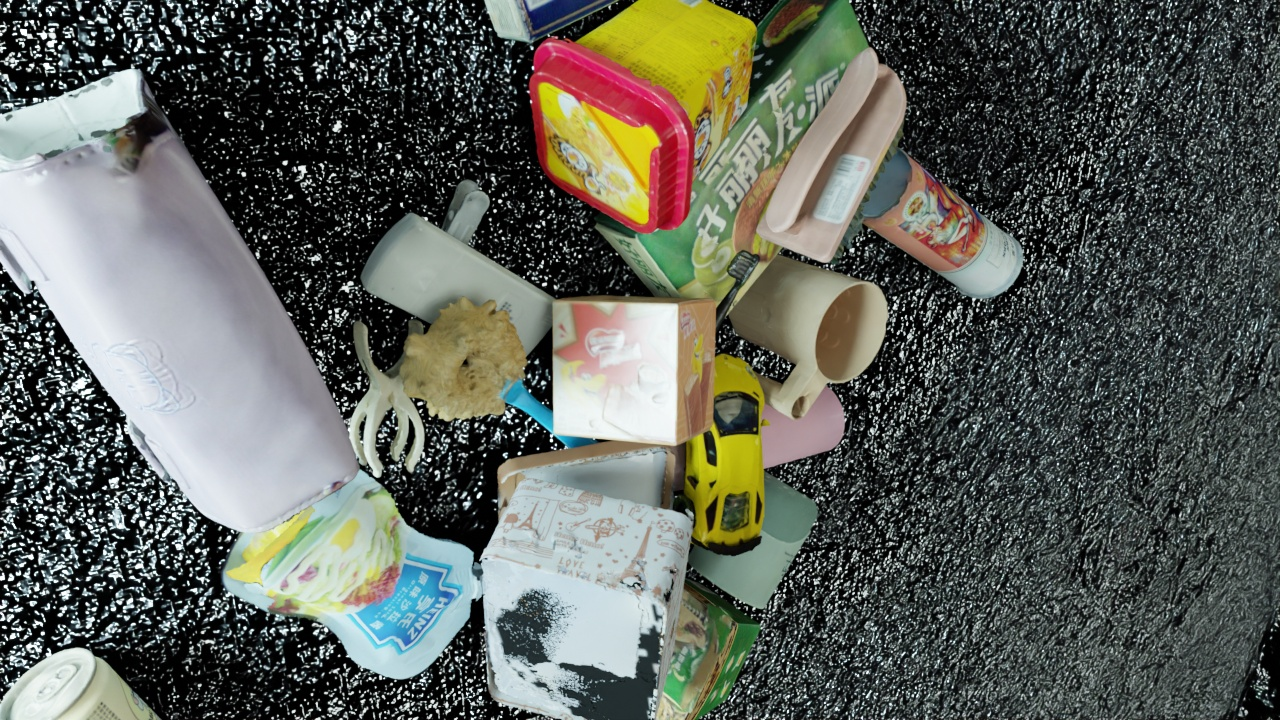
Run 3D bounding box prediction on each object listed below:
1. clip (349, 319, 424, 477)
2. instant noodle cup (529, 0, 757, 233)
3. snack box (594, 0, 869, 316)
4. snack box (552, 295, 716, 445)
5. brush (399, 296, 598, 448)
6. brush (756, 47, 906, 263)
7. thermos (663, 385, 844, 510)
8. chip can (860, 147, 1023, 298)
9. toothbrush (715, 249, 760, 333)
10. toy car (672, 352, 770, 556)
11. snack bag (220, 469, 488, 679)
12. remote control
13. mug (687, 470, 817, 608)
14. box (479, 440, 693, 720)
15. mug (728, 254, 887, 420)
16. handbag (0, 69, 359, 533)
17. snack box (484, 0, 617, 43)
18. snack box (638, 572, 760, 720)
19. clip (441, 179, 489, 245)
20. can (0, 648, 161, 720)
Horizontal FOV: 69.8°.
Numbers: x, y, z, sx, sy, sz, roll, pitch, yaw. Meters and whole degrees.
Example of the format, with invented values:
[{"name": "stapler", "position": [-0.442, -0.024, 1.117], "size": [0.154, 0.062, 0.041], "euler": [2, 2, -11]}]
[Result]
[{"name": "clip", "position": [-0.157, 0.023, 0.602], "size": [0.076, 0.034, 0.103], "euler": [8, 96, -38]}, {"name": "instant noodle cup", "position": [0.007, -0.166, 0.586], "size": [0.123, 0.116, 0.116], "euler": [-50, 161, -25]}, {"name": "snack box", "position": [0.083, -0.150, 0.689], "size": [0.240, 0.063, 0.114], "euler": [-50, 133, -8]}, {"name": "snack box", "position": [-0.004, 0.004, 0.638], "size": [0.077, 0.093, 0.094], "euler": [-14, 106, -66]}, {"name": "brush", "position": [-0.075, 0.036, 0.650], "size": [0.083, 0.046, 0.254], "euler": [-56, 142, -8]}, {"name": "brush", "position": [0.140, -0.144, 0.651], "size": [0.073, 0.063, 0.145], "euler": [26, 93, -53]}, {"name": "thermos", "position": [0.088, 0.074, 0.783], "size": [0.198, 0.087, 0.067], "euler": [-11, 159, -36]}, {"name": "chip can", "position": [0.272, -0.123, 0.847], "size": [0.214, 0.071, 0.071], "euler": [20, 96, -41]}, {"name": "toothbrush", "position": [0.028, 0.011, 0.681], "size": [0.027, 0.026, 0.213], "euler": [21, 112, -23]}, {"name": "toy car", "position": [0.064, 0.071, 0.707], "size": [0.071, 0.041, 0.156], "euler": [1, 90, -31]}, {"name": "snack bag", "position": [-0.184, 0.152, 0.634], "size": [0.110, 0.039, 0.191], "euler": [-52, 134, -14]}, {"name": "remote control", "position": [-0.115, -0.044, 0.603], "size": [0.056, 0.019, 0.135], "euler": [-49, 134, 12]}, {"name": "mug", "position": [0.107, 0.159, 0.843], "size": [0.106, 0.082, 0.111], "euler": [-60, 162, -2]}, {"name": "box", "position": [-0.037, 0.155, 0.683], "size": [0.157, 0.148, 0.182], "euler": [-65, 165, -49]}, {"name": "mug", "position": [0.124, -0.021, 0.752], "size": [0.124, 0.103, 0.084], "euler": [-55, 132, -5]}, {"name": "handbag", "position": [-0.228, -0.025, 0.447], "size": [0.098, 0.145, 0.197], "euler": [-34, 126, -25]}, {"name": "snack box", "position": [-0.033, -0.310, 0.539], "size": [0.182, 0.046, 0.178], "euler": [-34, 127, -22]}, {"name": "snack box", "position": [0.038, 0.246, 0.810], "size": [0.105, 0.118, 0.117], "euler": [18, 98, -54]}, {"name": "clip", "position": [-0.118, -0.088, 0.593], "size": [0.024, 0.028, 0.056], "euler": [14, 110, -39]}, {"name": "can", "position": [-0.318, 0.229, 0.546], "size": [0.058, 0.058, 0.116], "euler": [-34, 127, -22]}]
